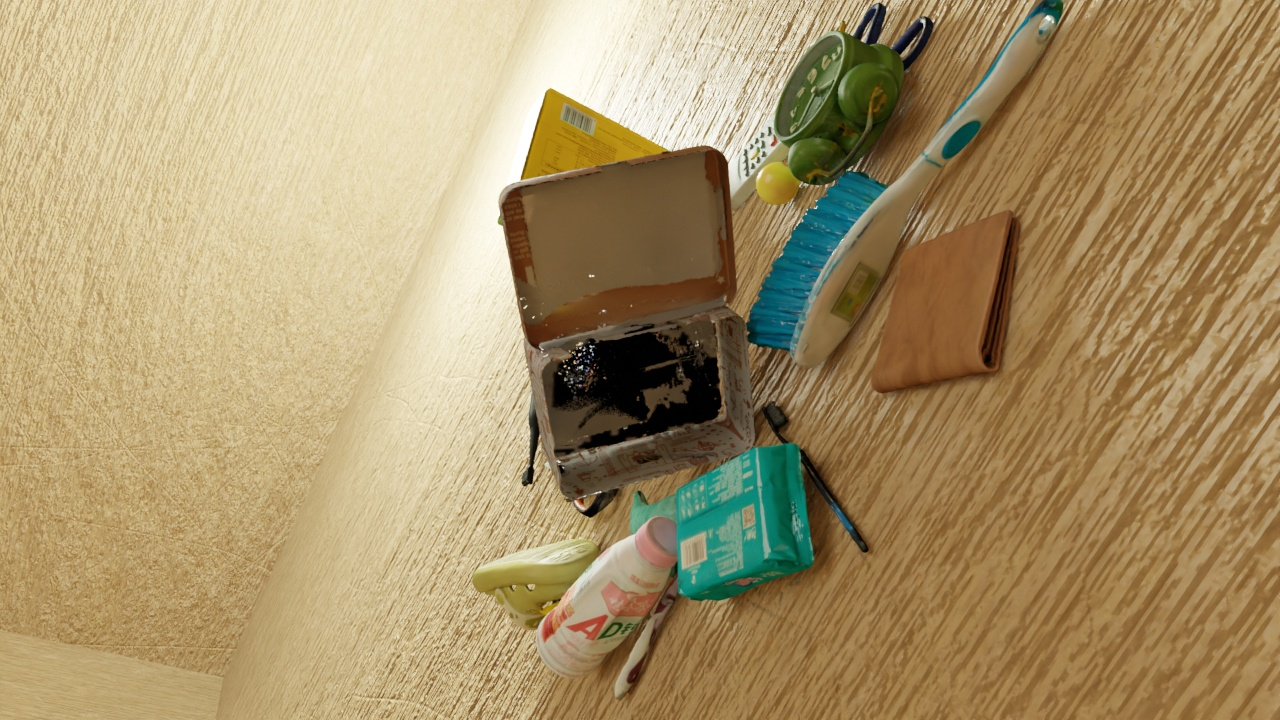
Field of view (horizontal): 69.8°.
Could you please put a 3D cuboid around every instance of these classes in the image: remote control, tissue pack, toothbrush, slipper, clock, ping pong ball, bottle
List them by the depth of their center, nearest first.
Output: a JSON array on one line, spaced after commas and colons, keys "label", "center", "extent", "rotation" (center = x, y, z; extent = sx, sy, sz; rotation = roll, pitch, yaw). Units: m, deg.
[{"label": "toothbrush", "center": [0.128, 0.081, 0.684], "extent": [0.016, 0.014, 0.189], "rotation": [-37, 30, 5]}, {"label": "tissue pack", "center": [0.078, 0.124, 0.692], "extent": [0.134, 0.050, 0.093], "rotation": [-38, 45, 50]}, {"label": "clock", "center": [0.165, -0.212, 0.773], "extent": [0.116, 0.056, 0.161], "rotation": [-55, 24, 35]}, {"label": "toothbrush", "center": [0.023, 0.213, 0.786], "extent": [0.017, 0.016, 0.188], "rotation": [38, 103, 56]}, {"label": "bottle", "center": [-0.024, 0.208, 0.811], "extent": [0.197, 0.068, 0.068], "rotation": [-54, 27, 35]}, {"label": "ping pong ball", "center": [0.129, -0.166, 0.864], "extent": [0.040, 0.040, 0.040], "rotation": [-47, 31, 39]}, {"label": "remote control", "center": [0.128, -0.214, 0.936], "extent": [0.135, 0.019, 0.056], "rotation": [-44, 33, 42]}, {"label": "slipper", "center": [-0.106, 0.240, 0.975], "extent": [0.191, 0.091, 0.081], "rotation": [-20, 88, 50]}, {"label": "toothbrush", "center": [-0.141, 0.075, 1.242], "extent": [0.027, 0.026, 0.212], "rotation": [-29, 43, 37]}]

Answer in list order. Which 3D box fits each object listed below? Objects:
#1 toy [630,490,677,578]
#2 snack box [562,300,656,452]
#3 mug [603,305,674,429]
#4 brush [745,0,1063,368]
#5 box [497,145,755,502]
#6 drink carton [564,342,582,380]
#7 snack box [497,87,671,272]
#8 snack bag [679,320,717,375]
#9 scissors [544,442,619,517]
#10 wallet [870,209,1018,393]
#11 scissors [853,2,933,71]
[{"label": "toy", "center": [0.018, 0.153, 0.833], "extent": [0.092, 0.030, 0.096], "rotation": [-39, 47, 51]}, {"label": "snack box", "center": [-0.042, 0.013, 1.022], "extent": [0.057, 0.058, 0.207], "rotation": [-16, 49, 61]}, {"label": "mug", "center": [-0.006, 0.006, 0.963], "extent": [0.078, 0.078, 0.122], "rotation": [-26, 42, 57]}, {"label": "brush", "center": [0.192, -0.129, 0.693], "extent": [0.315, 0.060, 0.109], "rotation": [-61, 30, 9]}, {"label": "box", "center": [-0.007, -0.032, 0.737], "extent": [0.082, 0.176, 0.260], "rotation": [-128, 27, -61]}, {"label": "drink carton", "center": [-0.059, 0.005, 1.104], "extent": [0.122, 0.045, 0.053], "rotation": [-63, 18, 8]}, {"label": "snack box", "center": [-0.042, -0.187, 1.035], "extent": [0.070, 0.210, 0.157], "rotation": [-36, 37, 52]}, {"label": "snack bag", "center": [0.047, 0.005, 0.903], "extent": [0.105, 0.026, 0.045], "rotation": [-63, 21, 8]}, {"label": "scissors", "center": [-0.062, 0.113, 1.058], "extent": [0.148, 0.021, 0.234], "rotation": [-55, 21, 9]}, {"label": "wallet", "center": [0.205, -0.037, 0.619], "extent": [0.101, 0.020, 0.115], "rotation": [-18, 50, 61]}, {"label": "scissors", "center": [0.200, -0.251, 0.826], "extent": [0.163, 0.012, 0.174], "rotation": [-26, 48, 58]}]
